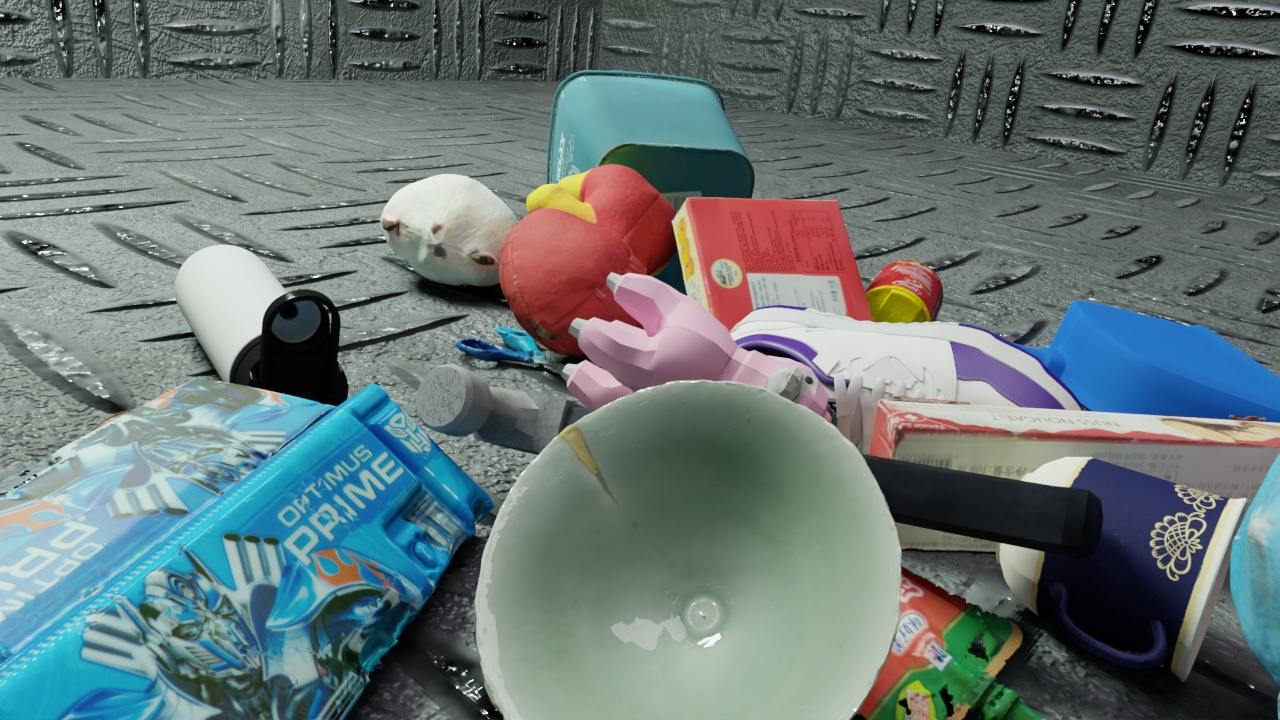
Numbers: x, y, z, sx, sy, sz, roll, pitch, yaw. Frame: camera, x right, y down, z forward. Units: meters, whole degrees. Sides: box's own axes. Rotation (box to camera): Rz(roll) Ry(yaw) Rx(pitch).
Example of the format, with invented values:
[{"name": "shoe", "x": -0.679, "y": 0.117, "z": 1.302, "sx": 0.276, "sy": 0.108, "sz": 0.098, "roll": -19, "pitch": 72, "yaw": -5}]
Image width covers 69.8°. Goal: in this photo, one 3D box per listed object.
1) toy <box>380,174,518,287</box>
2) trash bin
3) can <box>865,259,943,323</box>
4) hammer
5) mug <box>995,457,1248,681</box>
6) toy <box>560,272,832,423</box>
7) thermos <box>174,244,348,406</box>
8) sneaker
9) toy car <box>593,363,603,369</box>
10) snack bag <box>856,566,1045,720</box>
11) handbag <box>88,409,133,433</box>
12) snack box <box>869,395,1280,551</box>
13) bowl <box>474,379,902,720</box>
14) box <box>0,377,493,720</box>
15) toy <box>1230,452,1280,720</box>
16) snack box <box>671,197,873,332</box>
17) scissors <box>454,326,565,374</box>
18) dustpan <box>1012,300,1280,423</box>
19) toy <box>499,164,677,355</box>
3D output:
[{"name": "toy", "x": -0.169, "y": -0.122, "z": 0.882, "sx": 0.139, "sy": 0.101, "sz": 0.179, "roll": 21, "pitch": 5, "yaw": 5}, {"name": "trash bin", "x": 0.011, "y": -0.177, "z": 0.949, "sx": 0.199, "sy": 0.197, "sz": 0.218, "roll": 1, "pitch": 28, "yaw": -11}, {"name": "can", "x": 0.230, "y": -0.046, "z": 0.815, "sx": 0.067, "sy": 0.067, "sz": 0.124, "roll": 14, "pitch": 22, "yaw": 19}, {"name": "hammer", "x": 0.052, "y": 0.050, "z": 0.450, "sx": 0.313, "sy": 0.035, "sz": 0.139, "roll": 8, "pitch": -10, "yaw": 28}, {"name": "mug", "x": 0.215, "y": 0.096, "z": 0.427, "sx": 0.089, "sy": 0.086, "sz": 0.111, "roll": 19, "pitch": 37, "yaw": 36}, {"name": "toy", "x": 0.033, "y": 0.015, "z": 0.550, "sx": 0.157, "sy": 0.123, "sz": 0.067, "roll": 31, "pitch": 61, "yaw": 9}, {"name": "thermos", "x": -0.254, "y": -0.032, "z": 0.608, "sx": 0.068, "sy": 0.101, "sz": 0.230, "roll": -6, "pitch": 25, "yaw": -34}, {"name": "sneaker", "x": 0.149, "y": 0.027, "z": 0.582, "sx": 0.244, "sy": 0.092, "sz": 0.110, "roll": 15, "pitch": 26, "yaw": 29}, {"name": "toy car", "x": -0.004, "y": 0.004, "z": 0.659, "sx": 0.036, "sy": 0.042, "sz": 0.091, "roll": 23, "pitch": 27, "yaw": 32}, {"name": "snack bag", "x": 0.104, "y": 0.120, "z": 0.406, "sx": 0.087, "sy": 0.044, "sz": 0.155, "roll": -29, "pitch": 45, "yaw": -36}, {"name": "handbag", "x": -0.232, "y": 0.082, "z": 0.401, "sx": 0.093, "sy": 0.043, "sz": 0.195, "roll": 10, "pitch": 22, "yaw": -2}, {"name": "snack box", "x": 0.264, "y": 0.068, "z": 0.519, "sx": 0.273, "sy": 0.077, "sz": 0.044, "roll": 3, "pitch": 18, "yaw": -5}, {"name": "bowl", "x": 0.023, "y": 0.096, "z": 0.380, "sx": 0.174, "sy": 0.068, "sz": 0.173, "roll": -12, "pitch": 52, "yaw": 16}, {"name": "box", "x": -0.169, "y": 0.068, "z": 0.357, "sx": 0.175, "sy": 0.060, "sz": 0.243, "roll": 29, "pitch": 23, "yaw": 1}, {"name": "toy", "x": 0.321, "y": 0.078, "z": 0.368, "sx": 0.191, "sy": 0.223, "sz": 0.099, "roll": 17, "pitch": -12, "yaw": -24}, {"name": "snack box", "x": 0.109, "y": -0.062, "z": 0.746, "sx": 0.144, "sy": 0.142, "sz": 0.040, "roll": -3, "pitch": -22, "yaw": -20}, {"name": "scissors", "x": -0.081, "y": 0.004, "z": 0.689, "sx": 0.135, "sy": 0.016, "sz": 0.083, "roll": 27, "pitch": 25, "yaw": 34}, {"name": "dustpan", "x": 0.378, "y": -0.005, "z": 0.762, "sx": 0.257, "sy": 0.060, "sz": 0.245, "roll": 17, "pitch": 22, "yaw": 1}, {"name": "toy", "x": -0.035, "y": -0.082, "z": 0.737, "sx": 0.147, "sy": 0.099, "sz": 0.215, "roll": 39, "pitch": 34, "yaw": -9}]
